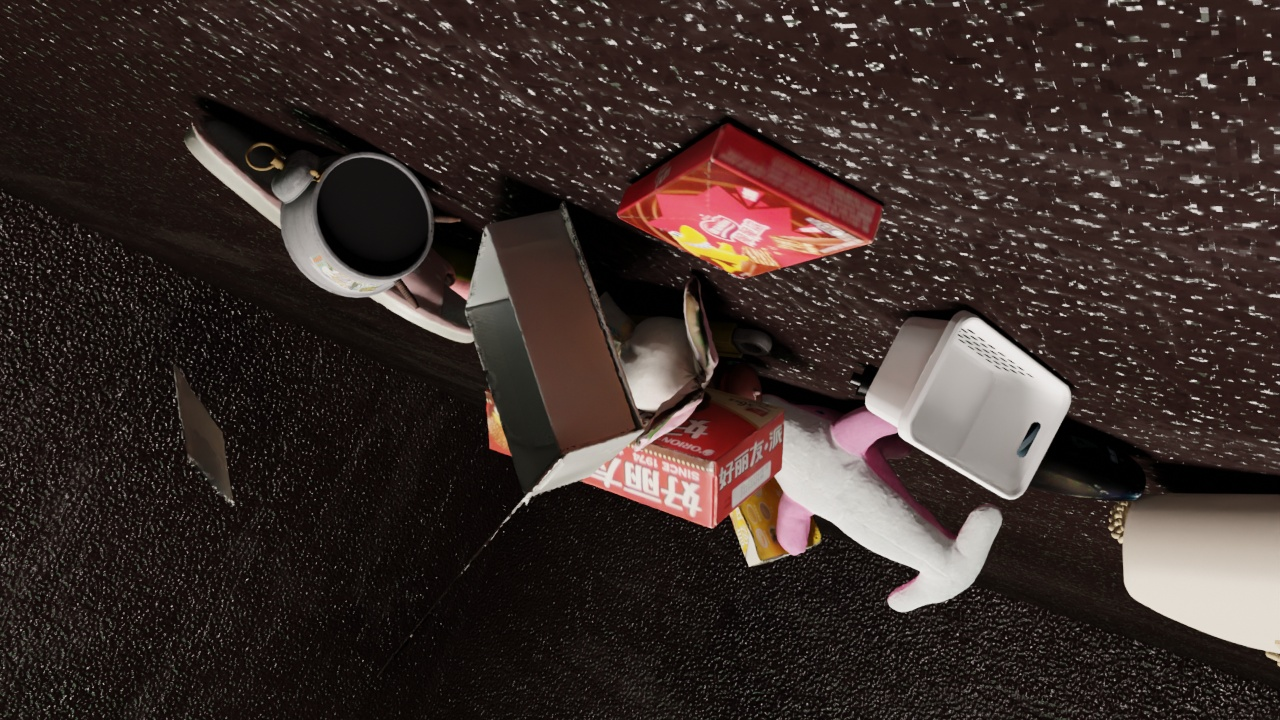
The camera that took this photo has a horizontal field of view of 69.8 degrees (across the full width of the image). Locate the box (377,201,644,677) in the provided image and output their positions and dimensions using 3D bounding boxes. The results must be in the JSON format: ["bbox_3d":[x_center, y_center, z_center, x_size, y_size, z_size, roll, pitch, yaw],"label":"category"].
[{"bbox_3d":[-0.102,0.090,0.610,0.150,0.368,0.167,22,158,-7],"label":"box"}]

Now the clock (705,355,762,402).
[{"bbox_3d":[0.047,0.047,0.850,0.158,0.121,0.072,28,-159,29],"label":"clock"}]

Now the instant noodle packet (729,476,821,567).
[{"bbox_3d":[0.116,0.134,0.979,0.084,0.163,0.221,-22,165,13],"label":"instant noodle packet"}]

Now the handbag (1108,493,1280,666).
[{"bbox_3d":[0.463,0.149,0.638,0.208,0.103,0.211,28,160,-26],"label":"handbag"}]

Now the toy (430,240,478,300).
[{"bbox_3d":[-0.163,-0.076,0.845,0.110,0.051,0.090,16,170,21],"label":"toy"}]

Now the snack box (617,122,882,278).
[{"bbox_3d":[0.050,-0.076,0.472,0.089,0.021,0.133,24,170,-17],"label":"snack box"}]

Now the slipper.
[{"bbox_3d":[-0.232,-0.110,0.736,0.274,0.054,0.114,37,-170,-16],"label":"slipper"}]

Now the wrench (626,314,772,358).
[{"bbox_3d":[-0.009,-0.024,0.806,0.274,0.018,0.083,7,157,33],"label":"wrench"}]

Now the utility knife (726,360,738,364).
[{"bbox_3d":[0.077,0.007,0.906,0.022,0.015,0.129,28,166,-22],"label":"utility knife"}]

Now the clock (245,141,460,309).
[{"bbox_3d":[-0.209,-0.106,0.650,0.148,0.103,0.056,35,155,-34],"label":"clock"}]

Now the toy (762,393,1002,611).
[{"bbox_3d":[0.217,0.113,0.888,0.265,0.187,0.127,41,-144,17],"label":"toy"}]

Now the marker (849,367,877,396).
[{"bbox_3d":[0.222,0.035,0.704,0.126,0.025,0.025,20,171,8],"label":"marker"}]

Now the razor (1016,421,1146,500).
[{"bbox_3d":[0.295,0.062,0.646,0.140,0.052,0.064,16,139,-9],"label":"razor"}]

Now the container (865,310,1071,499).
[{"bbox_3d":[0.196,0.024,0.560,0.129,0.081,0.049,28,180,-33],"label":"container"}]

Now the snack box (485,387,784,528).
[{"bbox_3d":[-0.008,0.057,0.771,0.237,0.060,0.112,14,-152,34],"label":"snack box"}]

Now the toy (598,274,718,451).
[{"bbox_3d":[-0.004,0.004,0.733,0.105,0.131,0.206,22,173,-38],"label":"toy"}]
